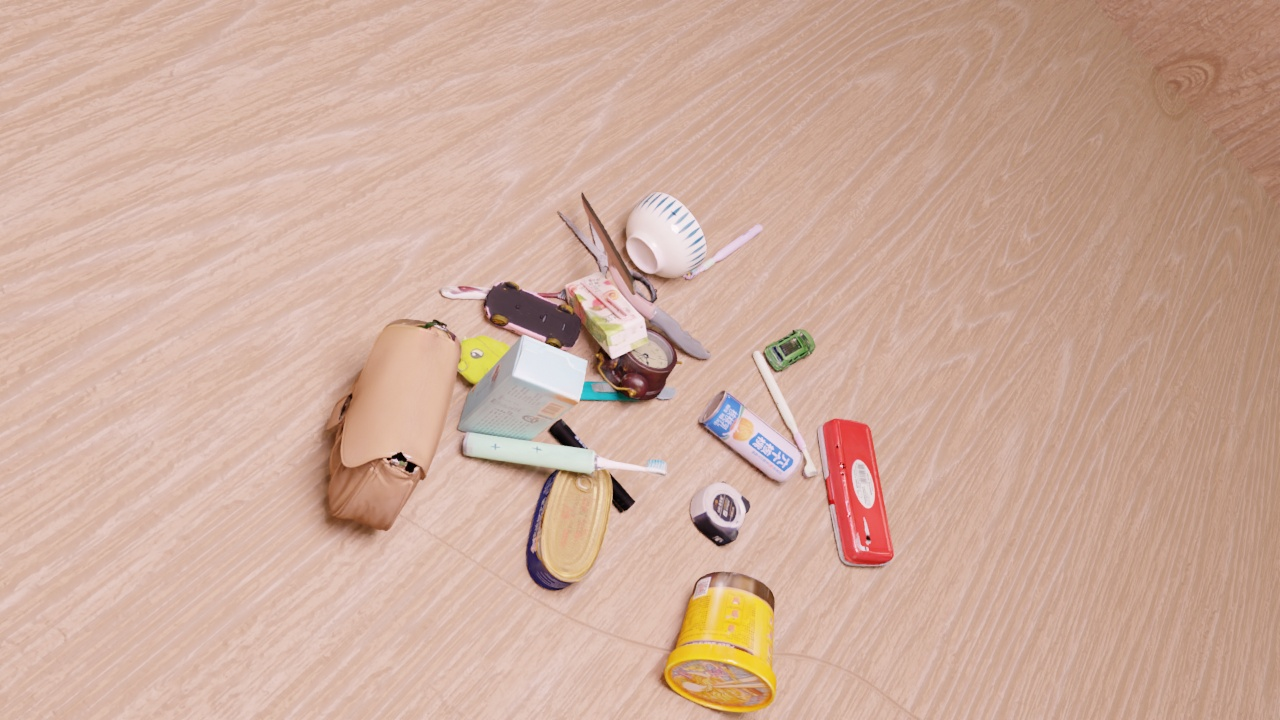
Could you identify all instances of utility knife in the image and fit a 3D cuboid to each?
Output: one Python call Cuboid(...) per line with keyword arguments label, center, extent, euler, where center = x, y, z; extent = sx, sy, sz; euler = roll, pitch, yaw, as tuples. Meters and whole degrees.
Cuboid(label="utility knife", center=(-0.034, 0.036, 1.131), extent=(0.186, 0.013, 0.029), euler=(3, 63, -30))

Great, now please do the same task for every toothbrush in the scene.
Cuboid(label="toothbrush", center=(0.194, 0.071, 1.249), extent=(0.029, 0.020, 0.189), euler=(10, 54, -62))
Cuboid(label="toothbrush", center=(0.123, -0.161, 1.330), extent=(0.188, 0.029, 0.021), euler=(-35, 126, -41))
Cuboid(label="toothbrush", center=(-0.153, -0.083, 1.119), extent=(0.187, 0.017, 0.016), euler=(-1, 63, -32))
Cuboid(label="toothbrush", center=(-0.082, 0.105, 0.993), extent=(0.224, 0.026, 0.027), euler=(8, 57, 4))

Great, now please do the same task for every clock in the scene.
Cuboid(label="clock", center=(-0.007, 0.007, 1.124), extent=(0.082, 0.055, 0.121), euler=(48, 41, 16))

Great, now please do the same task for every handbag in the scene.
Cuboid(label="handbag", center=(-0.246, 0.057, 0.903), extent=(0.099, 0.148, 0.204), euler=(23, 51, -22))

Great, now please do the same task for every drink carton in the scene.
Cuboid(label="drink carton", center=(-0.042, -0.058, 1.111), extent=(0.053, 0.045, 0.122), euler=(-24, 42, -16))

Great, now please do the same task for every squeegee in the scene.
Cuboid(label="squeegee", center=(0.013, -0.071, 1.159), extent=(0.249, 0.040, 0.247), euler=(46, 9, -36))

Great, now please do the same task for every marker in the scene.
Cuboid(label="marker", center=(-0.057, 0.123, 1.068), extent=(0.022, 0.020, 0.132), euler=(-42, 92, -10))

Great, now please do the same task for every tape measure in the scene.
Cuboid(label="tape measure", center=(0.095, 0.183, 1.118), extent=(0.066, 0.034, 0.065), euler=(42, 49, -8))

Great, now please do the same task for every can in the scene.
Cuboid(label="can", center=(-0.078, 0.177, 1.005), extent=(0.074, 0.049, 0.147), euler=(24, 55, -19))
Cuboid(label="can", center=(0.143, 0.099, 1.179), extent=(0.134, 0.053, 0.053), euler=(38, 52, -8))

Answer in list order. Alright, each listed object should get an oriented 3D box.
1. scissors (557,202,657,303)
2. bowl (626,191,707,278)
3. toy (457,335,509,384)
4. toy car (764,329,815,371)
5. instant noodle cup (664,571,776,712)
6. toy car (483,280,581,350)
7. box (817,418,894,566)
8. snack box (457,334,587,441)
Cuboid(label="scissors", center=(-0.046, -0.129, 1.212), extent=(0.159, 0.014, 0.177), euler=(23, 55, -20))
Cuboid(label="bowl", center=(0.024, -0.156, 1.209), extent=(0.066, 0.117, 0.116), euler=(-41, 90, -25))
Cuboid(label="toy", center=(-0.163, 0.006, 1.054), extent=(0.100, 0.031, 0.096), euler=(42, 37, -1))
Cuboid(label="toy car", center=(0.214, -0.017, 1.298), extent=(0.091, 0.036, 0.043), euler=(-27, 79, -42))
Cuboid(label="instant noodle cup", center=(0.094, 0.304, 1.004), extent=(0.118, 0.119, 0.114), euler=(30, 46, -15))
Cuboid(label="toy car", center=(-0.130, -0.052, 1.103), extent=(0.122, 0.037, 0.056), euler=(24, 67, -16))
Cuboid(label="box", center=(0.291, 0.178, 1.241), extent=(0.086, 0.047, 0.200), euler=(10, 60, -27))
Cuboid(label="snack box", center=(-0.127, 0.038, 0.969), extent=(0.074, 0.175, 0.051), euler=(23, 58, -20))
